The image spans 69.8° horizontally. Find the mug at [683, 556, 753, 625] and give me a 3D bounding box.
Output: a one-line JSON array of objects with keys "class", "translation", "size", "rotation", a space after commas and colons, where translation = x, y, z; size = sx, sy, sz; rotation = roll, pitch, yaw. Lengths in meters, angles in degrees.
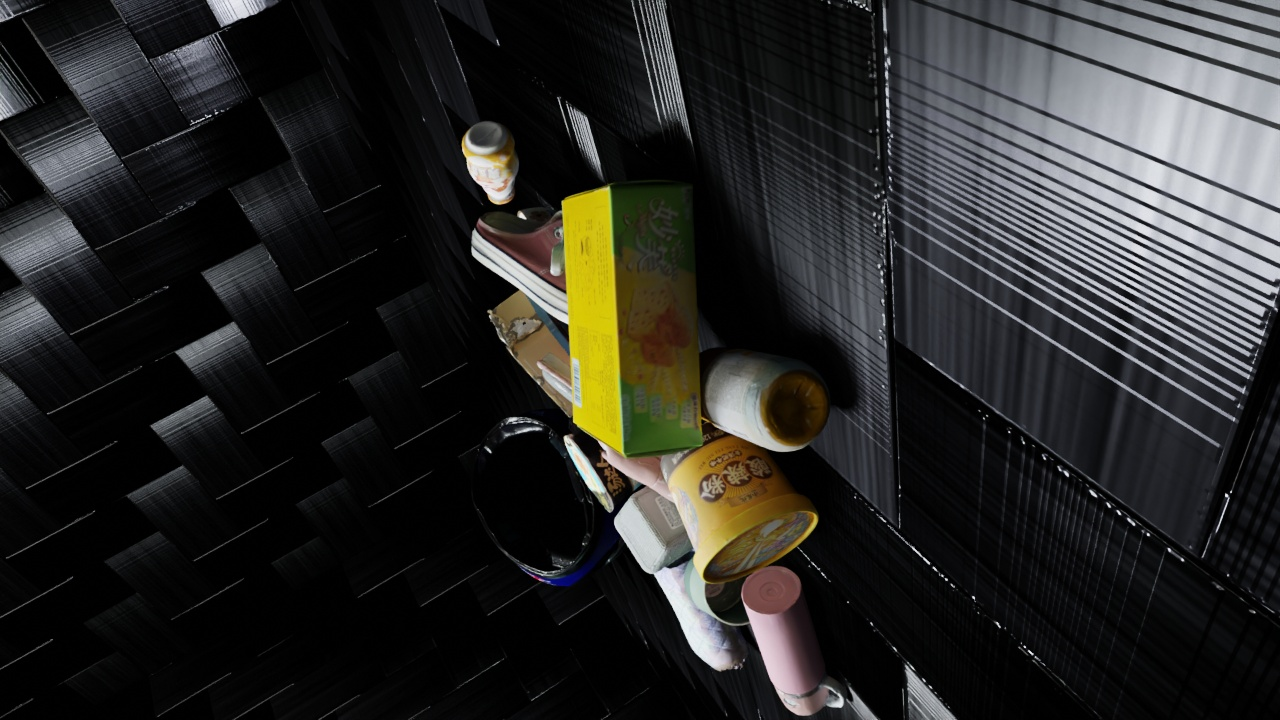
[{"class": "mug", "translation": [0.115, 0.282, 1.131], "size": [0.111, 0.082, 0.106], "rotation": [30, 169, -8]}]

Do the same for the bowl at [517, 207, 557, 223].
[{"class": "bowl", "translation": [-0.093, -0.122, 1.037], "size": [0.113, 0.062, 0.113], "rotation": [162, 91, -78]}]

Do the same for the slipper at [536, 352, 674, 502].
[{"class": "slipper", "translation": [-0.015, 0.094, 1.016], "size": [0.274, 0.054, 0.114], "rotation": [43, 174, -18]}]

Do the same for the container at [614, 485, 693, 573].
[{"class": "container", "translation": [0.030, 0.196, 1.133], "size": [0.090, 0.090, 0.114], "rotation": [54, 160, 16]}]

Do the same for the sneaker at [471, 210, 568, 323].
[{"class": "sneaker", "translation": [-0.067, -0.102, 0.908], "size": [0.241, 0.118, 0.088], "rotation": [31, 122, 23]}]

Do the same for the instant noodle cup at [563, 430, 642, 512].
[{"class": "instant noodle cup", "translation": [-0.016, 0.109, 1.135], "size": [0.111, 0.120, 0.111], "rotation": [54, 166, 19]}]

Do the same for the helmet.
[{"class": "helmet", "translation": [-0.116, 0.225, 1.485], "size": [0.315, 0.247, 0.240], "rotation": [49, -168, 34]}]

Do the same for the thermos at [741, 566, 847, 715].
[{"class": "thermos", "translation": [0.175, 0.320, 1.021], "size": [0.087, 0.067, 0.199], "rotation": [7, 131, 36]}]

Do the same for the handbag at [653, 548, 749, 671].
[{"class": "handbag", "translation": [0.085, 0.367, 1.396], "size": [0.194, 0.075, 0.134], "rotation": [62, 166, -11]}]

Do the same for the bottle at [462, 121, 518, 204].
[{"class": "bottle", "translation": [-0.179, -0.239, 1.125], "size": [0.063, 0.063, 0.108], "rotation": [53, 165, 26]}]

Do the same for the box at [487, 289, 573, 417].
[{"class": "box", "translation": [-0.106, -0.005, 1.099], "size": [0.089, 0.064, 0.184], "rotation": [55, -178, 36]}]

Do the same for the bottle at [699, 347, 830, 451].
[{"class": "bottle", "translation": [0.079, 0.025, 0.728], "size": [0.068, 0.068, 0.190], "rotation": [63, 166, -14]}]

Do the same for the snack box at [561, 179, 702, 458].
[{"class": "snack box", "translation": [-0.010, -0.037, 0.764], "size": [0.158, 0.070, 0.210], "rotation": [-163, 69, -71]}]

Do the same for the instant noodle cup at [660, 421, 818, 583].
[{"class": "instant noodle cup", "translation": [0.083, 0.123, 0.837], "size": [0.119, 0.118, 0.114], "rotation": [82, 163, -58]}]
